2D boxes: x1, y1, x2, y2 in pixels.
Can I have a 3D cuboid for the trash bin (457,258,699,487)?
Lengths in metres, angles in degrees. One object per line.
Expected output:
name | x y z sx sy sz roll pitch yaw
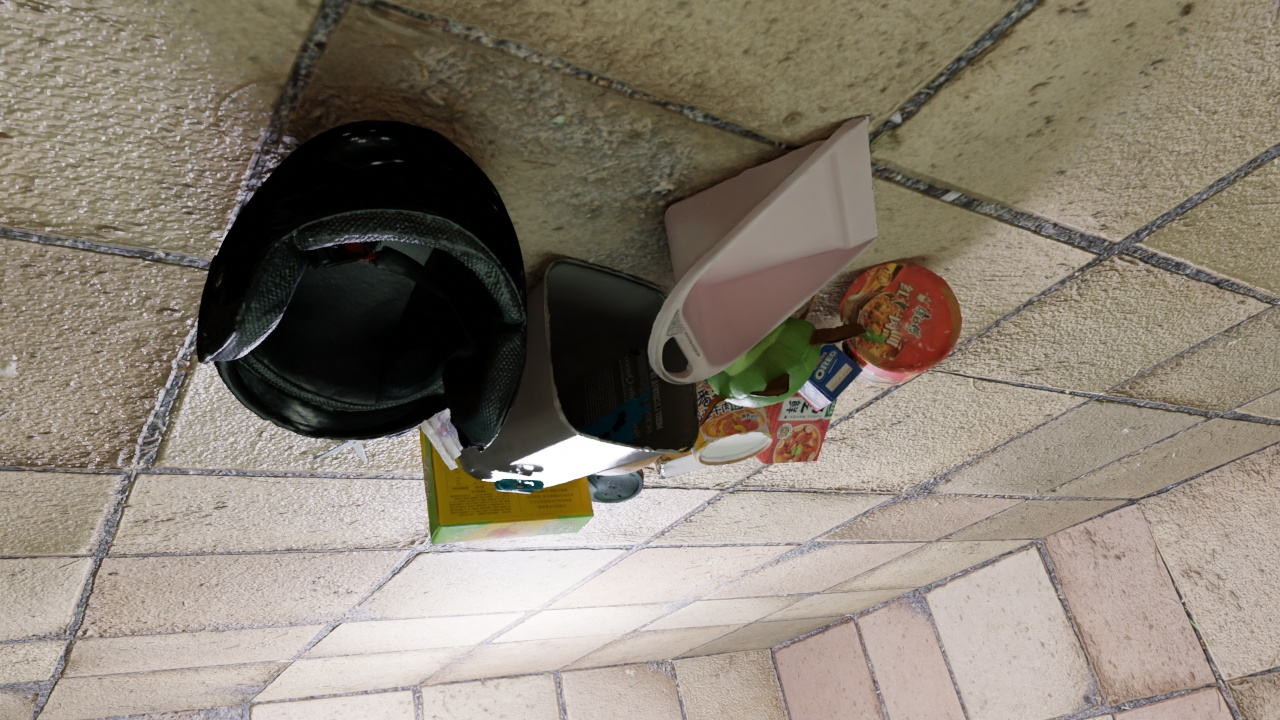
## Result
trash bin | -0.082 0.034 1.008 0.198 0.198 0.220 13 149 -39

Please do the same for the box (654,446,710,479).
box | 0.105 0.119 1.378 0.184 0.059 0.090 -16 155 -14

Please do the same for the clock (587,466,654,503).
clock | -0.068 0.162 1.370 0.159 0.059 0.117 -18 134 22

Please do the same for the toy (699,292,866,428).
toy | 0.144 0.000 1.072 0.226 0.090 0.247 -43 -169 -15

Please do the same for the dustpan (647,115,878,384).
dustpan | 0.130 -0.083 0.919 0.274 0.138 0.222 -18 153 12

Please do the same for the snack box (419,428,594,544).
snack box | -0.180 0.154 1.221 0.209 0.157 0.070 0 151 -25

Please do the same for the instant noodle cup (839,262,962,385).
instant noodle cup | 0.307 -0.036 1.109 0.138 0.137 0.109 -14 162 1

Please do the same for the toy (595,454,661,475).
toy | -0.021 0.073 1.166 0.143 0.082 0.226 -17 148 -20

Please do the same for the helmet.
helmet | -0.212 -0.051 0.727 0.233 0.229 0.276 24 136 -30

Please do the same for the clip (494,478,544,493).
clip | -0.135 0.138 1.013 0.055 0.013 0.038 9 158 -39

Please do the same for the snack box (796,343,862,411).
snack box | 0.236 0.023 1.179 0.058 0.057 0.207 -46 172 -1

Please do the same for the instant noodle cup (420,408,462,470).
instant noodle cup | -0.225 0.016 0.944 0.060 0.173 0.138 -32 156 -12

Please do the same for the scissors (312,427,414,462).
scissors | -0.369 0.100 1.196 0.176 0.012 0.162 -17 154 11

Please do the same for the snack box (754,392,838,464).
snack box | 0.233 0.090 1.340 0.127 0.044 0.113 0 115 -31

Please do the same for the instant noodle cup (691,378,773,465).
instant noodle cup | 0.115 0.073 1.251 0.138 0.109 0.138 -11 153 -6
